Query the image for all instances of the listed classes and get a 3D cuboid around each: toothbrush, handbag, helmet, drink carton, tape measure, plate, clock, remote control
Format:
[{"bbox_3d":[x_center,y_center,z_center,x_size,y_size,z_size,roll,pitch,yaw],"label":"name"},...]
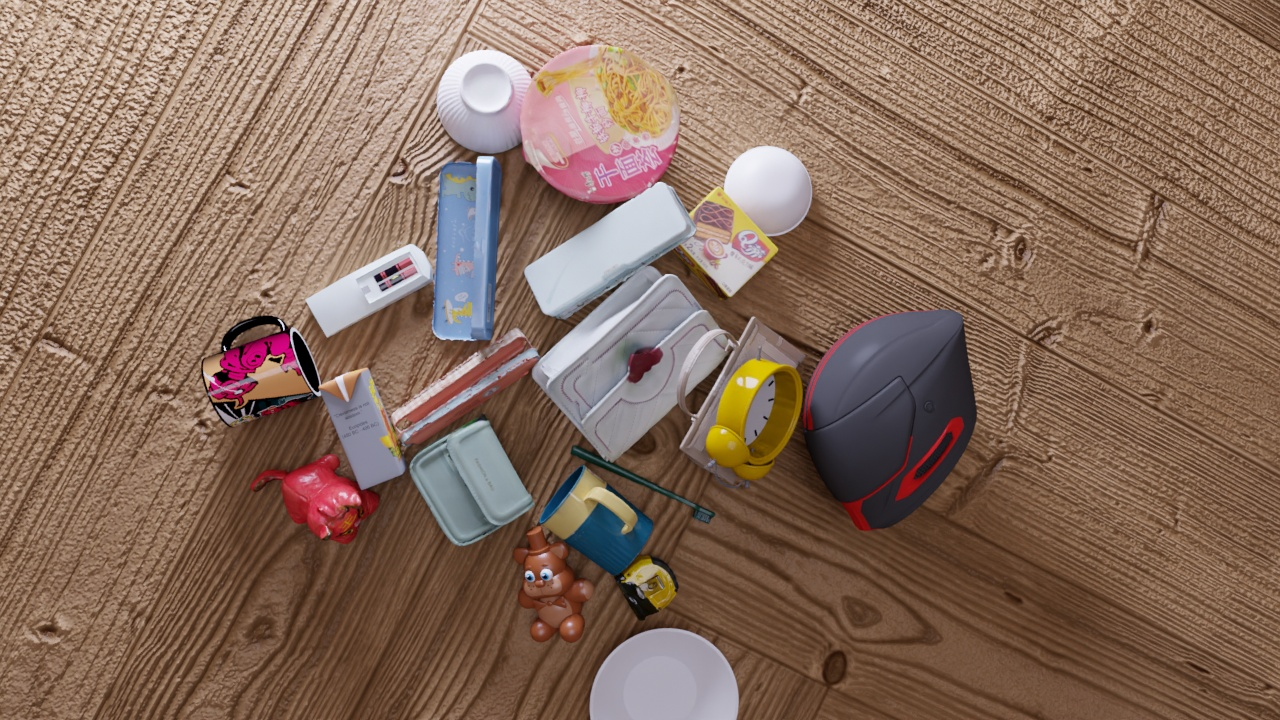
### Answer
[{"bbox_3d":[0.003,0.148,1.091,0.190,0.016,0.017,27,88,-6],"label":"toothbrush"},{"bbox_3d":[-0.006,0.006,1.046,0.198,0.096,0.142,-44,112,-7],"label":"handbag"},{"bbox_3d":[0.278,0.047,1.051,0.170,0.164,0.264,39,86,-6],"label":"helmet"},{"bbox_3d":[0.093,0.030,1.016,0.062,0.198,0.175,27,85,30],"label":"handbag"},{"bbox_3d":[-0.309,0.074,1.025,0.048,0.076,0.125,-21,96,-7],"label":"drink carton"},{"bbox_3d":[0.010,0.263,1.079,0.064,0.037,0.065,-31,93,-6],"label":"tape measure"},{"bbox_3d":[0.026,0.398,1.080,0.174,0.036,0.174,0,89,-7],"label":"plate"},{"bbox_3d":[-0.194,0.137,1.041,0.106,0.067,0.122,-30,93,-8],"label":"handbag"},{"bbox_3d":[0.124,0.068,1.002,0.052,0.113,0.152,21,83,38],"label":"clock"},{"bbox_3d":[-0.308,-0.082,1.050,0.143,0.024,0.049,-29,93,-6],"label":"remote control"}]

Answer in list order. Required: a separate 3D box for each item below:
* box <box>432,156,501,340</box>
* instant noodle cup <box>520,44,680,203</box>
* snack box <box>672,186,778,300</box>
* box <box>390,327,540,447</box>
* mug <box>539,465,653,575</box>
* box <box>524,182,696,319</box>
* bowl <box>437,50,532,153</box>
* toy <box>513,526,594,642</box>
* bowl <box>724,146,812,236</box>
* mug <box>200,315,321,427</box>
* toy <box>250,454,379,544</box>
[{"bbox_3d":[-0.198,-0.127,1.041,0.078,0.074,0.209,2,89,-3],"label":"box"},{"bbox_3d":[-0.050,-0.262,1.059,0.178,0.078,0.178,0,88,-8],"label":"instant noodle cup"},{"bbox_3d":[0.094,-0.136,1.082,0.083,0.061,0.106,-45,95,-5],"label":"snack box"},{"bbox_3d":[-0.196,0.041,1.049,0.188,0.062,0.058,-36,138,-4],"label":"box"},{"bbox_3d":[-0.044,0.179,1.037,0.107,0.114,0.083,40,59,-6],"label":"mug"},{"bbox_3d":[-0.038,-0.125,1.043,0.199,0.066,0.083,-32,101,16],"label":"box"},{"bbox_3d":[-0.175,-0.302,1.050,0.118,0.062,0.118,0,89,-7],"label":"bowl"},{"bbox_3d":[-0.104,0.254,1.043,0.095,0.065,0.128,-12,105,19],"label":"toy"},{"bbox_3d":[0.159,-0.207,1.101,0.110,0.040,0.110,0,89,-7],"label":"bowl"},{"bbox_3d":[-0.421,0.003,1.015,0.098,0.082,0.118,-20,64,-7],"label":"mug"},{"bbox_3d":[-0.360,0.148,1.007,0.133,0.094,0.088,25,87,-5],"label":"toy"}]
